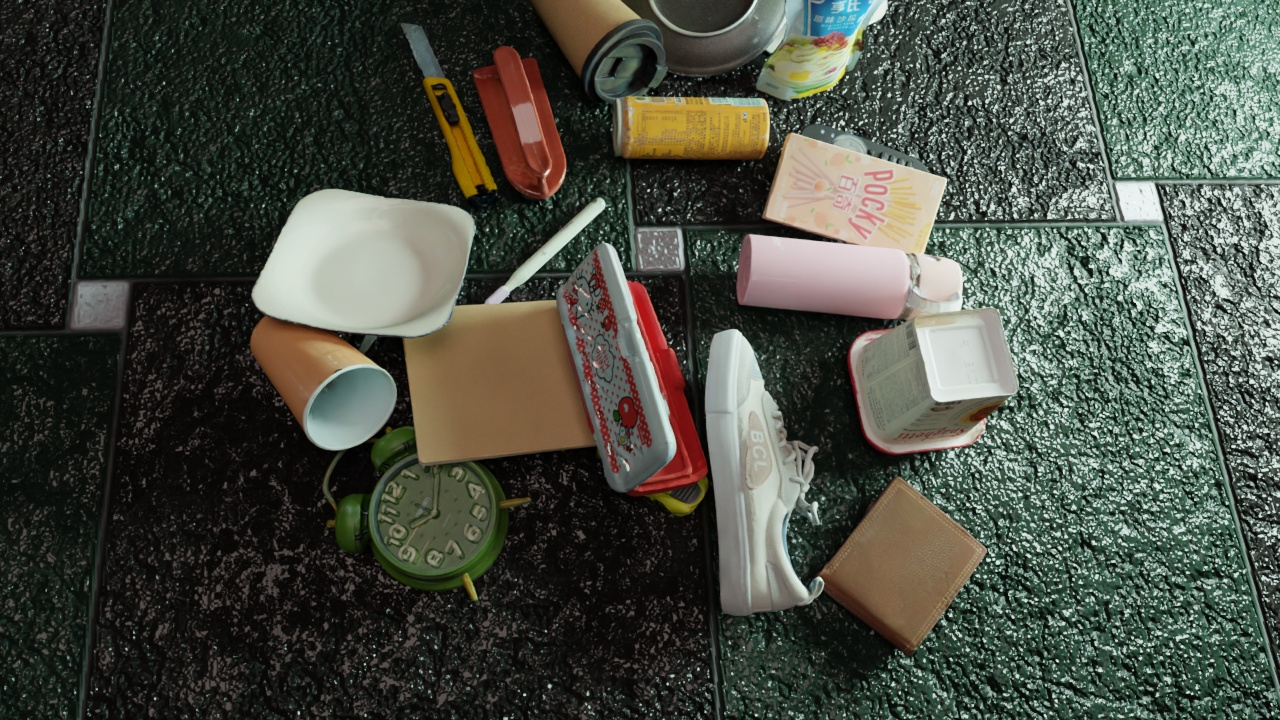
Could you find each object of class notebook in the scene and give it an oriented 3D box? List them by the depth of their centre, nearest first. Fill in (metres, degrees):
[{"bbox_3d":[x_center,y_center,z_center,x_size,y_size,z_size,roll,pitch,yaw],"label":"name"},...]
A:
[{"bbox_3d":[-0.093,0.011,0.787,0.207,0.008,0.147,-5,62,-18],"label":"notebook"}]

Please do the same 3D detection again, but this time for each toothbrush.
[{"bbox_3d":[-0.101,-0.090,0.845,0.189,0.029,0.020,-43,124,-17],"label":"toothbrush"}]

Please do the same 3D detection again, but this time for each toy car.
[{"bbox_3d":[0.010,0.091,0.793,0.105,0.032,0.048,35,73,7],"label":"toy car"}]

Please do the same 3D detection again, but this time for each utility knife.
[{"bbox_3d":[-0.187,-0.240,0.884,0.033,0.015,0.223,-21,76,-14],"label":"utility knife"}]

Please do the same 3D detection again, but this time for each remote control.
[{"bbox_3d":[0.217,-0.192,0.906,0.136,0.024,0.053,20,77,0],"label":"remote control"}]

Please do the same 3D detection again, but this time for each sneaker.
[{"bbox_3d":[0.106,0.088,0.770,0.091,0.089,0.242,-5,77,8],"label":"sneaker"}]

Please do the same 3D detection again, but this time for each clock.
[{"bbox_3d":[-0.182,0.120,0.751,0.161,0.056,0.116,26,71,3],"label":"clock"}]

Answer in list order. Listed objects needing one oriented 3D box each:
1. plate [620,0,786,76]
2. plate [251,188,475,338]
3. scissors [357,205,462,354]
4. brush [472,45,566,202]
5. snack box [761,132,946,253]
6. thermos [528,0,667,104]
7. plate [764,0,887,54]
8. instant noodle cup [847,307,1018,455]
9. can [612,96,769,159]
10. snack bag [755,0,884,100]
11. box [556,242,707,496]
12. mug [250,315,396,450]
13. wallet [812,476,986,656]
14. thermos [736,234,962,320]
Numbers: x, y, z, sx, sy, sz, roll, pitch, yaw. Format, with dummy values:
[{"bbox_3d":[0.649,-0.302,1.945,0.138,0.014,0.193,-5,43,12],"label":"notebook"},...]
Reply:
[{"bbox_3d":[0.064,-0.373,0.926,0.179,0.024,0.179,-2,77,6],"label":"plate"},{"bbox_3d":[-0.231,-0.077,0.785,0.163,0.034,0.164,8,51,-1],"label":"plate"},{"bbox_3d":[-0.219,-0.076,0.831,0.159,0.014,0.181,36,73,6],"label":"scissors"},{"bbox_3d":[-0.109,-0.218,0.857,0.063,0.069,0.145,-15,75,-9],"label":"brush"},{"bbox_3d":[0.204,-0.155,0.878,0.157,0.026,0.084,16,94,0],"label":"snack box"},{"bbox_3d":[-0.045,-0.321,0.891,0.093,0.093,0.143,-32,70,-14],"label":"thermos"},{"bbox_3d":[0.169,-0.409,0.964,0.164,0.034,0.163,-25,76,-13],"label":"plate"},{"bbox_3d":[0.254,0.013,0.793,0.116,0.124,0.116,-6,74,-8],"label":"instant noodle cup"},{"bbox_3d":[0.048,-0.223,0.880,0.146,0.058,0.058,-1,73,-6],"label":"can"},{"bbox_3d":[0.175,-0.316,0.853,0.110,0.191,0.038,-7,72,-9],"label":"snack bag"},{"bbox_3d":[-0.005,0.004,0.751,0.095,0.101,0.201,-8,63,-19],"label":"box"},{"bbox_3d":[-0.265,0.009,0.751,0.078,0.078,0.123,-42,53,-16],"label":"mug"},{"bbox_3d":[0.223,0.175,0.790,0.101,0.032,0.124,40,73,10],"label":"wallet"},{"bbox_3d":[0.191,-0.069,0.836,0.198,0.087,0.067,7,116,-3],"label":"thermos"}]
